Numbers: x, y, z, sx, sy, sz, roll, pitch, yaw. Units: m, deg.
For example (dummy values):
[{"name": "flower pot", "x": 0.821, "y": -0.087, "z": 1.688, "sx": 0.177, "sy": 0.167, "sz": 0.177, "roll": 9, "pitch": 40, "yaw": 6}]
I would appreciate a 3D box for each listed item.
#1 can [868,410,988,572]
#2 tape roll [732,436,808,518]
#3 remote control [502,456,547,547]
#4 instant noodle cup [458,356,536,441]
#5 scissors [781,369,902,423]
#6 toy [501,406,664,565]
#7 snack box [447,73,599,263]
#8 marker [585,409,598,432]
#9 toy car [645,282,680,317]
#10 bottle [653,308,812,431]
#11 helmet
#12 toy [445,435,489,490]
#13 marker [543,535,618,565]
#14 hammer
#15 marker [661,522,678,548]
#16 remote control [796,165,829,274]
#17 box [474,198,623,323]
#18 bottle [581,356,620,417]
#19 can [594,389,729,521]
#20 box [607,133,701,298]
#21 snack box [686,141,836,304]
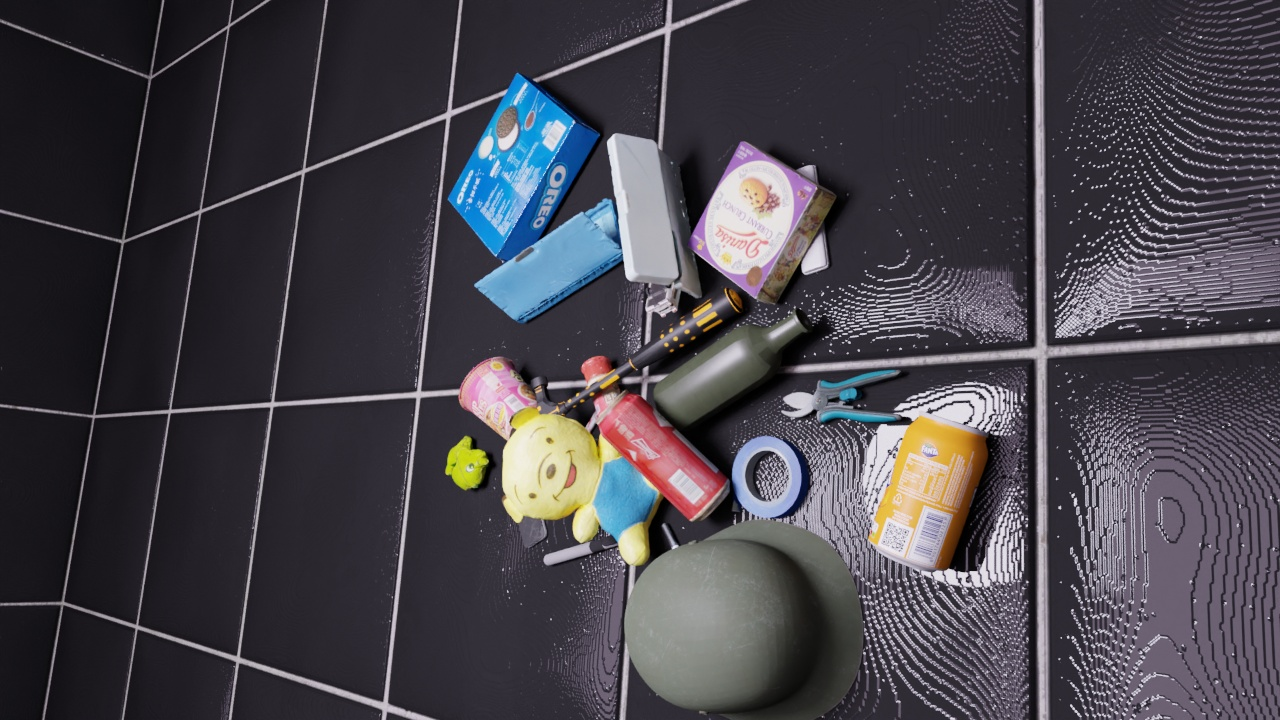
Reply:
[{"name": "can", "x": 0.279, "y": 0.126, "z": 0.885, "sx": 0.079, "sy": 0.079, "sz": 0.142, "roll": 21, "pitch": 94, "yaw": 42}, {"name": "tape roll", "x": 0.147, "y": 0.133, "z": 1.043, "sx": 0.093, "sy": 0.016, "sz": 0.091, "roll": -2, "pitch": 79, "yaw": 41}, {"name": "remote control", "x": -0.167, "y": 0.194, "z": 1.315, "sx": 0.045, "sy": 0.008, "sz": 0.146, "roll": -37, "pitch": 58, "yaw": 30}, {"name": "instant noodle cup", "x": -0.190, "y": 0.065, "z": 1.315, "sx": 0.108, "sy": 0.097, "sz": 0.098, "roll": 41, "pitch": 108, "yaw": 32}, {"name": "scissors", "x": 0.223, "y": 0.041, "z": 0.996, "sx": 0.153, "sy": 0.019, "sz": 0.128, "roll": -53, "pitch": 49, "yaw": 21}, {"name": "toy", "x": -0.073, "y": 0.151, "z": 1.137, "sx": 0.214, "sy": 0.084, "sz": 0.149, "roll": 19, "pitch": 83, "yaw": 1}, {"name": "snack box", "x": -0.186, "y": -0.294, "z": 1.410, "sx": 0.239, "sy": 0.056, "sz": 0.195, "roll": -57, "pitch": 47, "yaw": 17}, {"name": "marker", "x": -0.085, "y": 0.117, "z": 1.257, "sx": 0.013, "sy": 0.012, "sz": 0.142, "roll": 44, "pitch": 109, "yaw": 39}, {"name": "toy car", "x": 0.036, "y": -0.105, "z": 1.178, "sx": 0.039, "sy": 0.039, "sz": 0.112, "roll": -23, "pitch": 39, "yaw": 36}, {"name": "bottle", "x": 0.109, "y": 0.007, "z": 1.070, "sx": 0.207, "sy": 0.071, "sz": 0.071, "roll": -36, "pitch": 59, "yaw": 31}, {"name": "helmet", "x": 0.078, "y": 0.282, "z": 0.977, "sx": 0.269, "sy": 0.153, "sz": 0.226, "roll": -16, "pitch": 70, "yaw": 39}, {"name": "toy", "x": -0.265, "y": 0.156, "z": 1.394, "sx": 0.094, "sy": 0.036, "sz": 0.093, "roll": -39, "pitch": 50, "yaw": 30}, {"name": "marker", "x": -0.076, "y": 0.251, "z": 1.216, "sx": 0.141, "sy": 0.016, "sz": 0.016, "roll": -24, "pitch": 65, "yaw": 36}, {"name": "hammer", "x": -0.007, "y": 0.007, "z": 1.163, "sx": 0.321, "sy": 0.036, "sz": 0.123, "roll": -32, "pitch": 62, "yaw": 22}, {"name": "marker", "x": 0.059, "y": 0.259, "z": 1.097, "sx": 0.011, "sy": 0.011, "sz": 0.152, "roll": -45, "pitch": 54, "yaw": 25}, {"name": "remote control", "x": 0.196, "y": -0.165, "z": 1.071, "sx": 0.033, "sy": 0.012, "sz": 0.130, "roll": -18, "pitch": 69, "yaw": 38}, {"name": "box", "x": -0.129, "y": -0.145, "z": 1.297, "sx": 0.232, "sy": 0.102, "sz": 0.094, "roll": -27, "pitch": 64, "yaw": 35}, {"name": "bottle", "x": -0.044, "y": 0.048, "z": 1.217, "sx": 0.044, "sy": 0.044, "sz": 0.109, "roll": -38, "pitch": 58, "yaw": 29}, {"name": "can", "x": 0.026, "y": 0.111, "z": 1.074, "sx": 0.170, "sy": 0.067, "sz": 0.067, "roll": 43, "pitch": 113, "yaw": 4}, {"name": "box", "x": 0.023, "y": -0.181, "z": 1.145, "sx": 0.049, "sy": 0.136, "sz": 0.197, "roll": -23, "pitch": 66, "yaw": 38}, {"name": "snack box", "x": 0.140, "y": -0.164, "z": 1.090, "sx": 0.143, "sy": 0.040, "sz": 0.148, "roll": 45, "pitch": 114, "yaw": 43}]
